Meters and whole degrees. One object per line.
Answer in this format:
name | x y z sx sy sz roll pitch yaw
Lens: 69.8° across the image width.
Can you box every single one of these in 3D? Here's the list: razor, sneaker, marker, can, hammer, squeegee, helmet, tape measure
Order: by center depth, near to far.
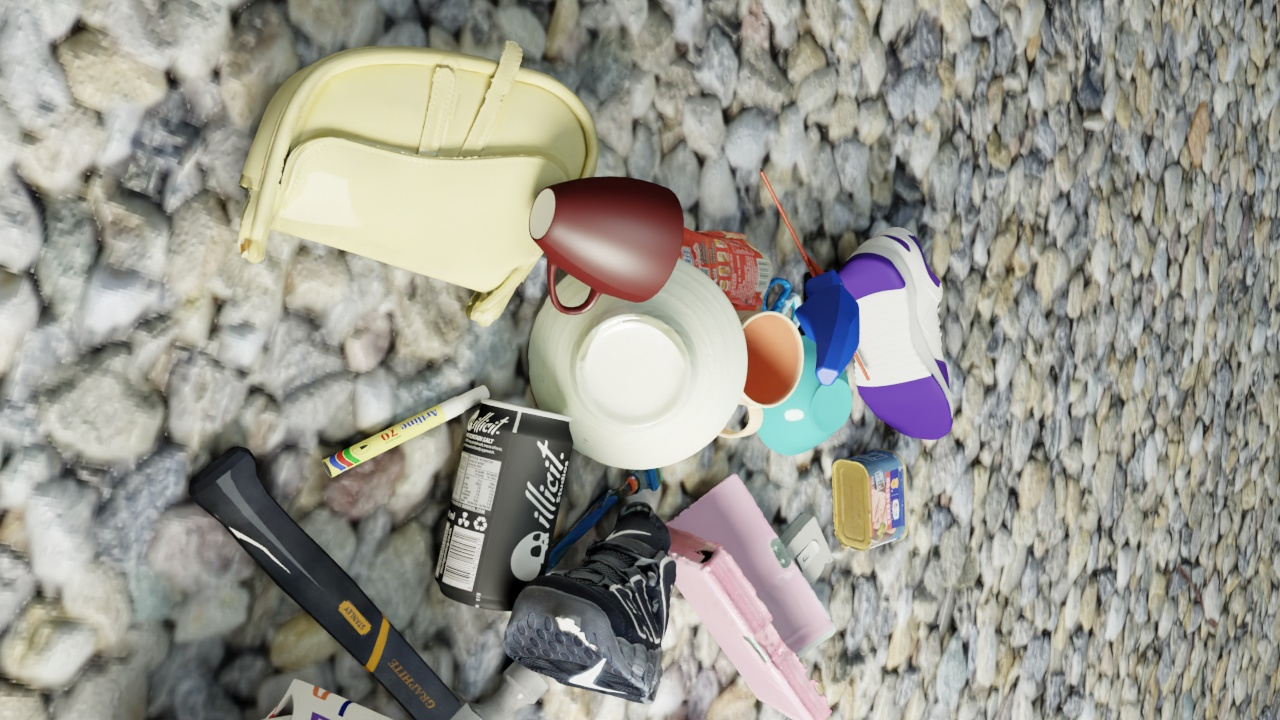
helmet | -0.168 0.349 0.549 0.236 0.231 0.314 -37 109 2
hammer | -0.196 0.184 0.655 0.139 0.035 0.312 -43 117 -24
marker | -0.169 0.050 0.675 0.132 0.014 0.014 -28 109 -32
can | -0.101 0.107 0.688 0.080 0.080 0.146 15 85 -37
sneaker | -0.020 0.172 0.700 0.253 0.097 0.150 72 29 -63
razor | -0.036 0.129 0.779 0.140 0.018 0.044 -38 139 -26
squeegee | 0.168 -0.037 0.818 0.249 0.055 0.184 57 27 -24
tape measure | 0.166 0.197 0.934 0.062 0.020 0.060 -39 115 -28
can | 0.241 0.147 0.966 0.058 0.054 0.100 -10 99 -35
sneaker | 0.279 -0.033 0.969 0.110 0.092 0.244 -54 130 -39

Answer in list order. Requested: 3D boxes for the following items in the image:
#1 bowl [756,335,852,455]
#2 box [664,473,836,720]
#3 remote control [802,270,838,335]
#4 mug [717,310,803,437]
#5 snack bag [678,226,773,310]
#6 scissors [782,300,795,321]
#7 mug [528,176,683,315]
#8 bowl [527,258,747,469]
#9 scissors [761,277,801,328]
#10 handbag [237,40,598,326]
bowl | 0.171 0.039 0.893 0.121 0.046 0.121 -7 104 -31
box | 0.118 0.220 0.855 0.112 0.099 0.232 -44 116 -21
remote control | 0.180 -0.020 0.930 0.045 0.021 0.140 -9 103 -33
mug | 0.076 0.011 0.800 0.085 0.104 0.111 -5 98 -36
snack bag | 0.049 -0.085 0.808 0.155 0.044 0.087 6 65 -38
scissors | 0.115 -0.004 0.889 0.115 0.014 0.130 10 91 -41
mug | -0.037 -0.081 0.649 0.088 0.087 0.114 12 121 -34
bowl | -0.004 0.004 0.707 0.177 0.057 0.177 0 98 3
scissors | 0.114 -0.022 0.867 0.126 0.023 0.061 -54 125 -16
handbag | -0.146 -0.131 0.636 0.232 0.089 0.191 15 88 -37
